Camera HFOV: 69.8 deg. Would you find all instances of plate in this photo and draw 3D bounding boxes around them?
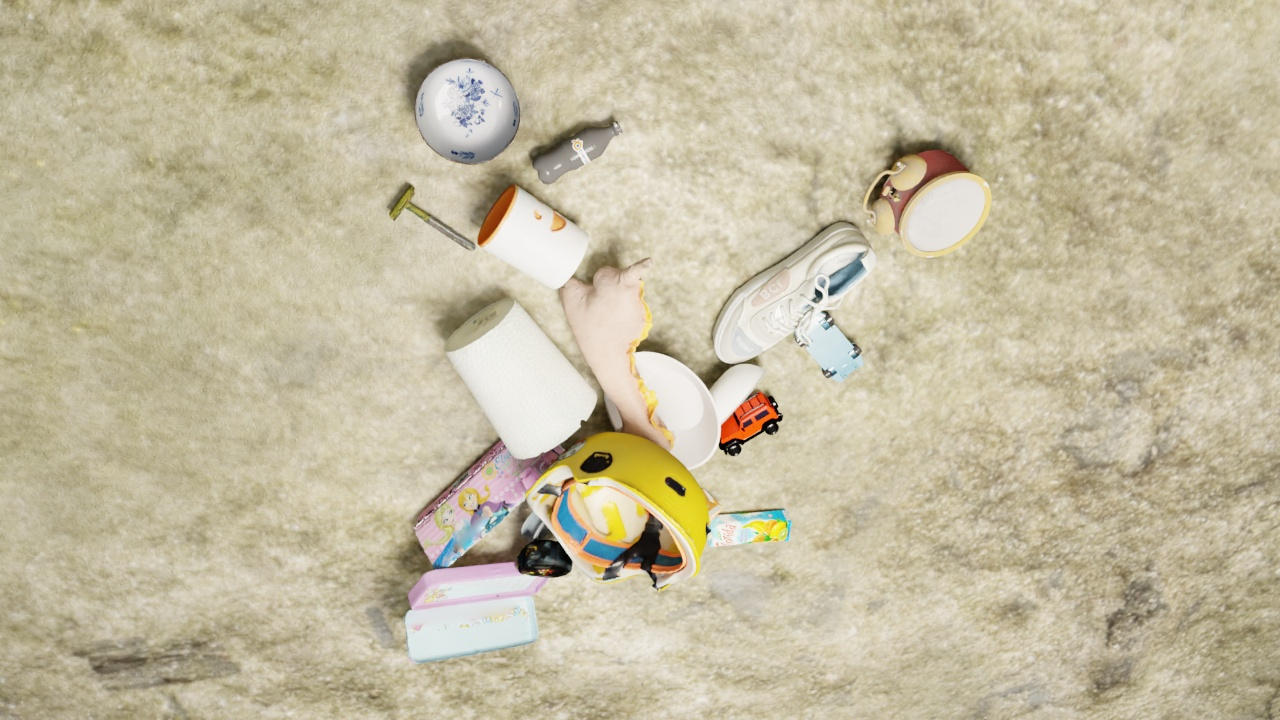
[{"bbox_3d":[0.035,0.060,1.209,0.174,0.036,0.174,16,123,27],"label":"plate"}]

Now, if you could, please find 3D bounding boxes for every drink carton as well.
[{"bbox_3d":[0.158,0.249,1.363,0.129,0.038,0.044,-3,119,-9],"label":"drink carton"},{"bbox_3d":[0.070,0.223,1.291,0.041,0.122,0.058,41,104,14],"label":"drink carton"}]

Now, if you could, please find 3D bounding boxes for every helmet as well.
[{"bbox_3d":[-0.006,0.169,1.133,0.241,0.139,0.209,-8,127,39],"label":"helmet"}]

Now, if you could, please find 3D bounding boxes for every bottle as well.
[{"bbox_3d":[-0.071,-0.242,1.054,0.110,0.036,0.036,-28,119,6],"label":"bottle"}]

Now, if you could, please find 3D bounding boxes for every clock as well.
[{"bbox_3d":[0.342,-0.200,1.125,0.158,0.081,0.117,4,129,-23],"label":"clock"}]

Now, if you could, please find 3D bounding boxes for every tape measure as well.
[{"bbox_3d":[-0.129,0.273,1.267,0.072,0.042,0.072,13,145,-15],"label":"tape measure"}]

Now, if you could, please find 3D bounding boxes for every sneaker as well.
[{"bbox_3d":[0.194,-0.074,1.164,0.242,0.090,0.089,-40,119,13],"label":"sneaker"}]

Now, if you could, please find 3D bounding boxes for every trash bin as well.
[{"bbox_3d":[-0.152,0.018,1.132,0.133,0.133,0.161,-31,113,7],"label":"trash bin"}]

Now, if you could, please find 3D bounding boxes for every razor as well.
[{"bbox_3d":[-0.239,-0.159,1.079,0.106,0.026,0.042,33,106,-28],"label":"razor"}]

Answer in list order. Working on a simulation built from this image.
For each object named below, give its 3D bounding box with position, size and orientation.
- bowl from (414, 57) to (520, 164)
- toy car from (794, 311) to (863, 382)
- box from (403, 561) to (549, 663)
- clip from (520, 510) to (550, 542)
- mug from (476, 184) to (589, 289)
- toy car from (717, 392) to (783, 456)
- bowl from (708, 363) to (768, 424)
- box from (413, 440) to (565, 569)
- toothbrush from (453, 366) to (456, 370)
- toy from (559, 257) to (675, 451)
[{"bbox_3d":[-0.190,-0.277,1.008,0.114,0.045,0.114,-4,119,-8],"label":"bowl"},{"bbox_3d":[0.251,-0.023,1.238,0.060,0.027,0.108,-40,108,12],"label":"toy car"},{"bbox_3d":[-0.226,0.344,1.285,0.213,0.062,0.140,5,101,-43],"label":"box"},{"bbox_3d":[-0.118,0.196,1.269,0.027,0.090,0.163,41,137,13],"label":"clip"},{"bbox_3d":[-0.125,-0.143,1.073,0.105,0.082,0.082,30,109,-24],"label":"mug"},{"bbox_3d":[0.146,0.085,1.264,0.100,0.051,0.049,-31,123,7],"label":"toy car"},{"bbox_3d":[0.118,0.040,1.217,0.040,0.109,0.110,42,106,3],"label":"bowl"},{"bbox_3d":[-0.204,0.193,1.237,0.231,0.090,0.084,-42,116,13],"label":"box"},{"bbox_3d":[-0.189,0.041,1.199,0.135,0.016,0.021,36,100,-25],"label":"toothbrush"},{"bbox_3d":[-0.007,0.007,1.140,0.197,0.065,0.264,-14,108,44],"label":"toy"}]
